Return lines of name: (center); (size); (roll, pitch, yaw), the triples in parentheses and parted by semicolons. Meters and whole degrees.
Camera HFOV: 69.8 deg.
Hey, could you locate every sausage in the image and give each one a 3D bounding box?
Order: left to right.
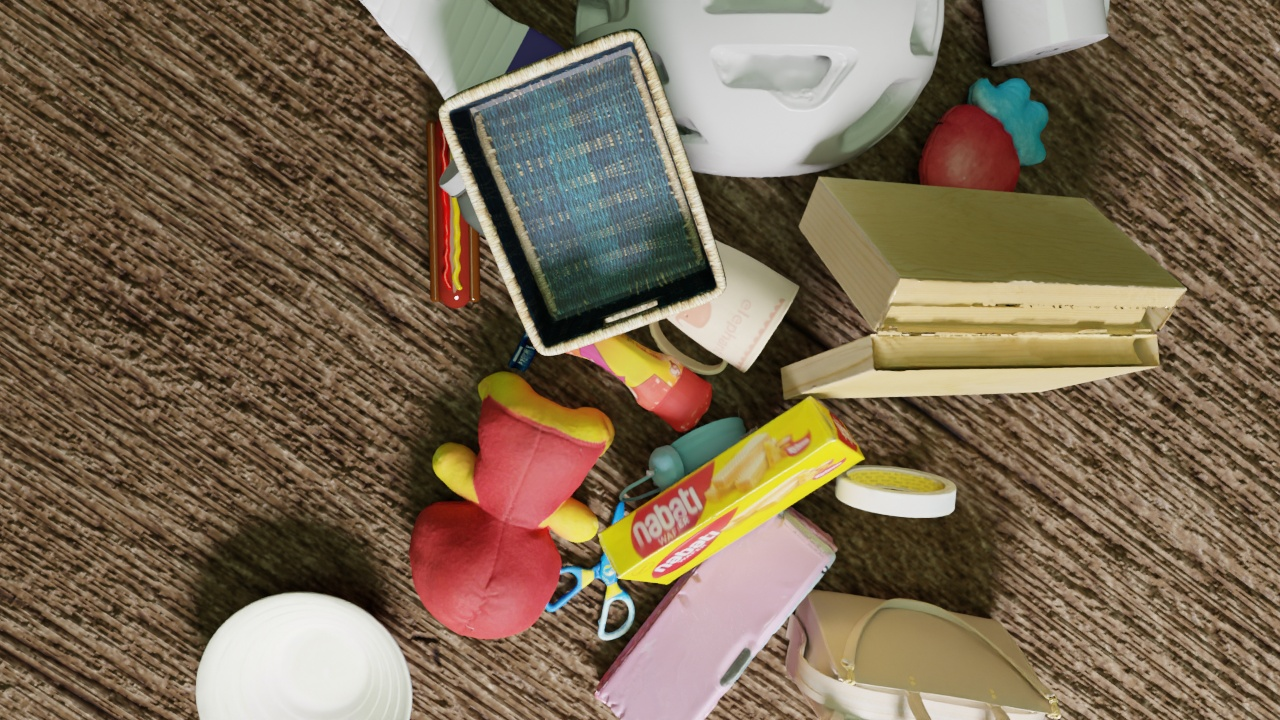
sausage: (-0.150, -0.120, 0.738); (0.040, 0.040, 0.155); (0, 97, -1)

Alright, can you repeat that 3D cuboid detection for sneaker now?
sneaker: (-0.134, -0.241, 0.699); (0.092, 0.111, 0.244); (-46, 116, 1)

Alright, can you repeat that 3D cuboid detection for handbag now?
handbag: (0.219, 0.258, 0.711); (0.194, 0.197, 0.101); (10, 97, -2)

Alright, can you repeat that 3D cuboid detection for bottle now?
bottle: (-0.100, -0.117, 0.713); (0.108, 0.060, 0.060); (40, 95, -29)
bottle: (-0.004, 0.004, 0.739); (0.134, 0.071, 0.048); (35, 93, -5)

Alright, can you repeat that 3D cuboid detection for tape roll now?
tape roll: (0.206, 0.105, 0.744); (0.094, 0.094, 0.019); (3, 97, -1)

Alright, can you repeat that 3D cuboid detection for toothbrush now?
toothbrush: (-0.060, -0.076, 0.757); (0.017, 0.016, 0.190); (26, 96, -12)

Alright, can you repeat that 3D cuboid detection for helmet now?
helmet: (0.082, -0.258, 0.696); (0.283, 0.183, 0.224); (11, 93, 18)

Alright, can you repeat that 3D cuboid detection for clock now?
clock: (0.038, 0.084, 0.746); (0.123, 0.087, 0.042); (-26, 69, 1)

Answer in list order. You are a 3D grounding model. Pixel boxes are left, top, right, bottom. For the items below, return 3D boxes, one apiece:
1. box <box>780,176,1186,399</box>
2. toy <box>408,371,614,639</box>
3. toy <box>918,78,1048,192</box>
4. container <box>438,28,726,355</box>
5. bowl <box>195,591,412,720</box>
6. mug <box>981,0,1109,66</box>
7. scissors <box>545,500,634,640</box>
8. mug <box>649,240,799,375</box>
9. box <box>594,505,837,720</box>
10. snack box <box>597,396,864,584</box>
box: (0.247, -0.036, 0.669); (0.248, 0.142, 0.179); (-1, 112, -20)
toy: (-0.111, 0.125, 0.744); (0.147, 0.098, 0.216); (23, 91, 4)
toy: (0.272, -0.168, 0.731); (0.132, 0.062, 0.092); (-48, 116, -13)
container: (-0.036, -0.115, 0.640); (0.145, 0.071, 0.187); (-19, 107, 7)
bowl: (-0.275, 0.270, 0.776); (0.176, 0.057, 0.177); (0, 97, 0)
mug: (0.320, -0.290, 0.710); (0.119, 0.083, 0.096); (-16, 98, -28)
scissors: (-0.021, 0.186, 0.791); (0.131, 0.018, 0.109); (-40, 100, 4)
mug: (0.054, -0.041, 0.737); (0.104, 0.085, 0.112); (33, 124, 3)
box: (0.063, 0.222, 0.764); (0.099, 0.080, 0.233); (38, 95, -6)
snack box: (0.071, 0.106, 0.717); (0.201, 0.092, 0.042); (-35, 63, 13)
